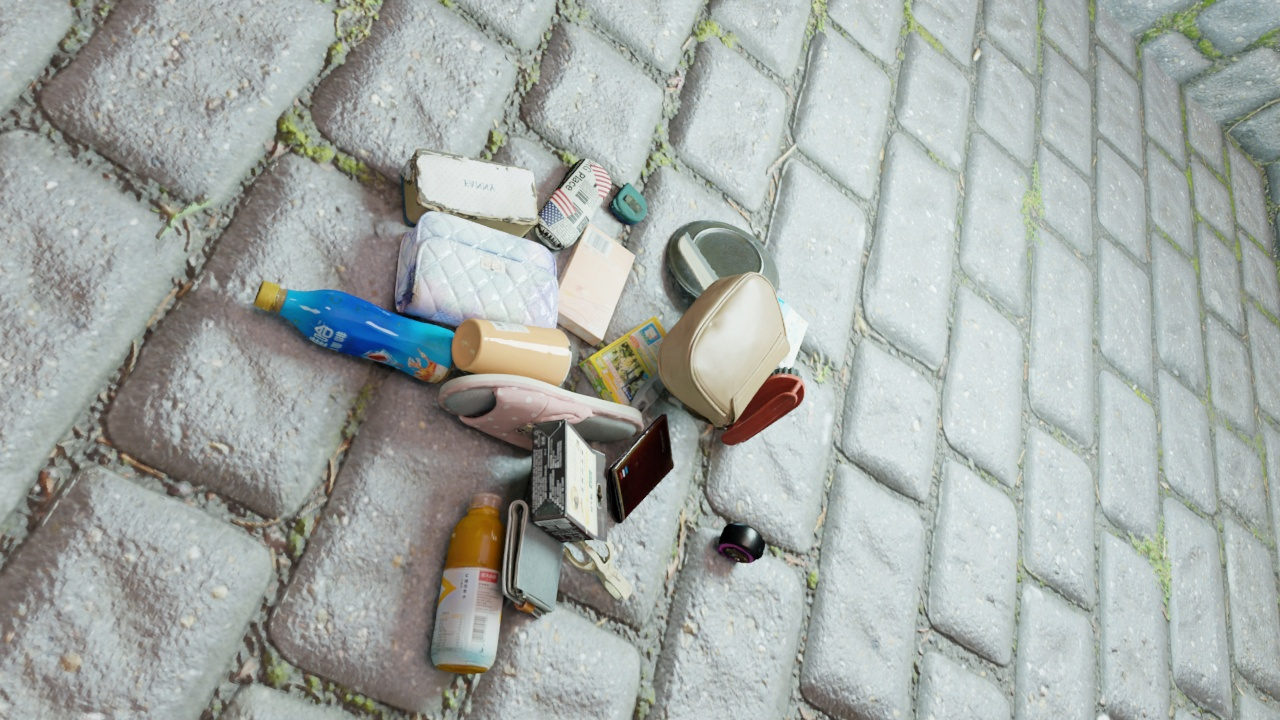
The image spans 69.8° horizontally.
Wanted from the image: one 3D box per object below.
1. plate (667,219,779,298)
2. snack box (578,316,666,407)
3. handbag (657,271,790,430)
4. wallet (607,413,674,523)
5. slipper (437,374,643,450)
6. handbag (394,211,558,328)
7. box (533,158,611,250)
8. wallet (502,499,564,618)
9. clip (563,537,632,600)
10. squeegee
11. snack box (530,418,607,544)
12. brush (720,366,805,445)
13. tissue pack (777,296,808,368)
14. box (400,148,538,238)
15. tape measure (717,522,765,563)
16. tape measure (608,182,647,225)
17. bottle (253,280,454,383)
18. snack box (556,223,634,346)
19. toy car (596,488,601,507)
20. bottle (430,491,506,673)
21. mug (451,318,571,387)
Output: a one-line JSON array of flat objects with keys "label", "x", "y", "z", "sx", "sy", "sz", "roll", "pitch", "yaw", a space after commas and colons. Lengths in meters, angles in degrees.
[{"label": "plate", "x": 0.127, "y": -0.149, "z": 1.365, "sx": 0.179, "sy": 0.024, "sz": 0.179, "roll": 9, "pitch": 51, "yaw": -12}, {"label": "snack box", "x": -0.007, "y": 0.007, "z": 1.237, "sx": 0.140, "sy": 0.034, "sz": 0.087, "roll": -35, "pitch": 92, "yaw": -41}, {"label": "handbag", "x": 0.109, "y": -0.016, "z": 1.201, "sx": 0.203, "sy": 0.100, "sz": 0.148, "roll": -47, "pitch": 117, "yaw": -32}, {"label": "wallet", "x": 0.001, "y": 0.136, "z": 1.164, "sx": 0.122, "sy": 0.020, "sz": 0.096, "roll": -43, "pitch": 141, "yaw": -40}, {"label": "slipper", "x": -0.112, "y": 0.071, "z": 1.087, "sx": 0.274, "sy": 0.114, "sz": 0.054, "roll": 15, "pitch": 59, "yaw": -37}, {"label": "handbag", "x": -0.196, "y": -0.097, "z": 1.119, "sx": 0.193, "sy": 0.076, "sz": 0.134, "roll": 13, "pitch": 64, "yaw": -30}, {"label": "box", "x": -0.096, "y": -0.216, "z": 1.269, "sx": 0.071, "sy": 0.058, "sz": 0.163, "roll": 31, "pitch": 53, "yaw": 0}, {"label": "wallet", "x": -0.123, "y": 0.226, "z": 1.019, "sx": 0.130, "sy": 0.037, "sz": 0.106, "roll": 62, "pitch": 31, "yaw": -60}, {"label": "clip", "x": -0.042, "y": 0.241, "z": 1.091, "sx": 0.103, "sy": 0.093, "sz": 0.034, "roll": 42, "pitch": 51, "yaw": 0}, {"label": "squeegee", "x": 0.055, "y": -0.003, "z": 1.241, "sx": 0.246, "sy": 0.039, "sz": 0.245, "roll": 53, "pitch": 56, "yaw": -16}, {"label": "snack box", "x": -0.080, "y": 0.142, "z": 1.041, "sx": 0.126, "sy": 0.053, "sz": 0.113, "roll": 61, "pitch": 24, "yaw": -61}, {"label": "brush", "x": 0.168, "y": 0.065, "z": 1.263, "sx": 0.063, "sy": 0.146, "sz": 0.069, "roll": 41, "pitch": 39, "yaw": -14}, {"label": "tissue pack", "x": 0.188, "y": -0.033, "z": 1.372, "sx": 0.090, "sy": 0.063, "sz": 0.139, "roll": 38, "pitch": 53, "yaw": -16}, {"label": "box", "x": -0.210, "y": -0.208, "z": 1.170, "sx": 0.184, "sy": 0.060, "sz": 0.089, "roll": 7, "pitch": 67, "yaw": -35}, {"label": "tape measure", "x": 0.132, "y": 0.245, "z": 1.219, "sx": 0.058, "sy": 0.057, "sz": 0.039, "roll": 43, "pitch": 53, "yaw": -24}, {"label": "tape measure", "x": -0.016, "y": -0.226, "z": 1.335, "sx": 0.054, "sy": 0.025, "sz": 0.058, "roll": 41, "pitch": 53, "yaw": -13}, {"label": "bottle", "x": -0.312, "y": -0.037, "z": 1.016, "sx": 0.218, "sy": 0.065, "sz": 0.065, "roll": 22, "pitch": 59, "yaw": -27}, {"label": "snack box", "x": -0.067, "y": -0.104, "z": 1.246, "sx": 0.084, "sy": 0.026, "sz": 0.156, "roll": 34, "pitch": 55, "yaw": -20}, {"label": "toy car", "x": -0.083, "y": 0.156, "z": 1.115, "sx": 0.091, "sy": 0.036, "sz": 0.043, "roll": 46, "pitch": 50, "yaw": -5}, {"label": "bottle", "x": -0.180, "y": 0.237, "z": 0.992, "sx": 0.068, "sy": 0.068, "sz": 0.189, "roll": 19, "pitch": 60, "yaw": -28}, {"label": "mug", "x": -0.150, "y": -0.010, "z": 1.054, "sx": 0.122, "sy": 0.078, "sz": 0.078, "roll": 13, "pitch": 63, "yaw": -45}]
